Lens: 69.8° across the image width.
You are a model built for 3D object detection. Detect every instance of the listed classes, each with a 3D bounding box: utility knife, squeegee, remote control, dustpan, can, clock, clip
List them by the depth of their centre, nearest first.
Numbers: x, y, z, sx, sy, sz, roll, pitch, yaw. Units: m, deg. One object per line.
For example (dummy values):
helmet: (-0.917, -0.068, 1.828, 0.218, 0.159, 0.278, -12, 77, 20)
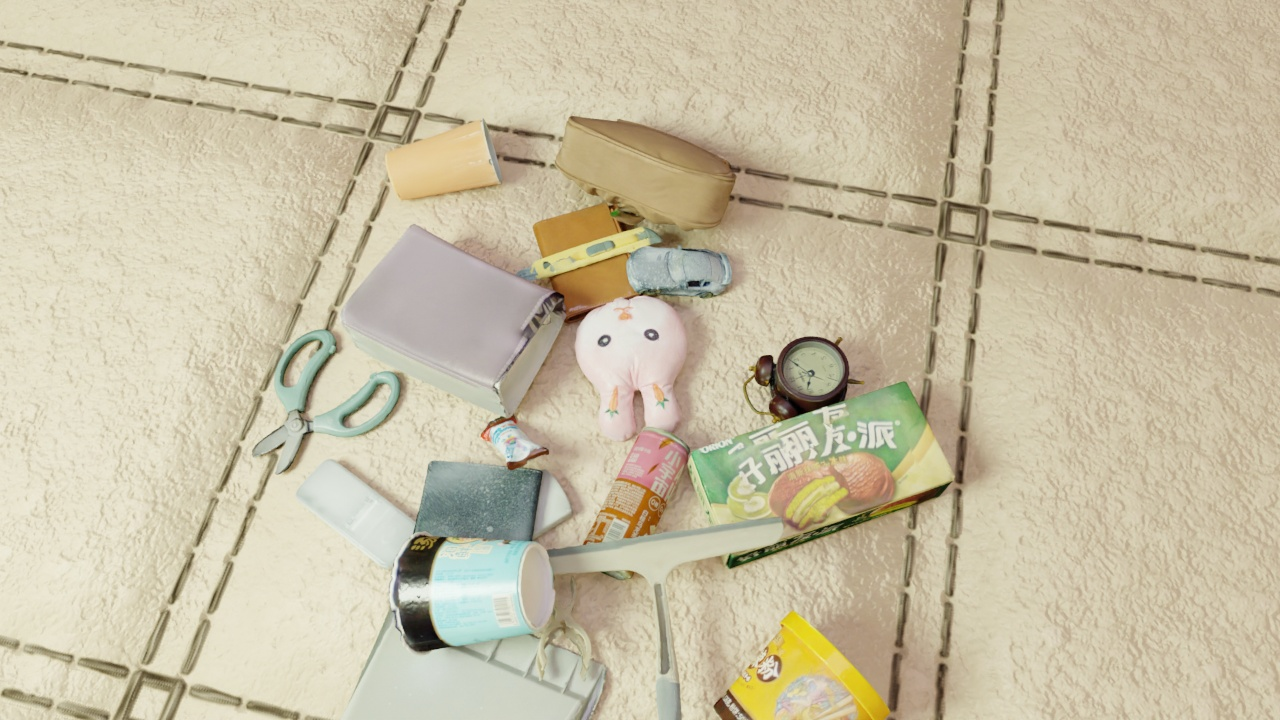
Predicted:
squeegee: (0.023, 0.278, 0.813, 0.247, 0.039, 0.246, -11, 64, 11)
dustpan: (-0.185, 0.380, 0.836, 0.223, 0.143, 0.256, 19, 38, 10)
clip: (-0.085, 0.255, 0.864, 0.089, 0.035, 0.104, -14, 55, -22)
can: (-0.004, 0.142, 0.914, 0.058, 0.058, 0.147, 23, 68, 12)
remote control: (-0.136, 0.166, 0.927, 0.135, 0.019, 0.056, -31, 68, -12)
remote control: (-0.287, 0.156, 0.936, 0.136, 0.020, 0.055, 32, 69, 15)
clock: (0.167, 0.023, 0.967, 0.122, 0.055, 0.082, -19, 66, -5)
utility knife: (-0.062, -0.116, 1.030, 0.175, 0.019, 0.031, -21, 60, 0)

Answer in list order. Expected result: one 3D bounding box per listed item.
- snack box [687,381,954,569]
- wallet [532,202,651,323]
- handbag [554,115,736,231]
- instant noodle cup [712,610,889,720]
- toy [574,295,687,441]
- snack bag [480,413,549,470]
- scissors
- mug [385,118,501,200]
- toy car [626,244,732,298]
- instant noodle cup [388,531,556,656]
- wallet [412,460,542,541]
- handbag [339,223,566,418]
snack box: (0.177, 0.115, 0.919, 0.240, 0.063, 0.114, -17, 65, -6)
wallet: (-0.056, -0.115, 1.050, 0.108, 0.031, 0.131, -18, 68, -5)
handbag: (0.008, -0.211, 1.046, 0.204, 0.100, 0.147, 26, 24, 14)
instant noodle cup: (0.136, 0.303, 0.810, 0.114, 0.118, 0.118, -41, 71, -7)
toy: (-0.006, 0.006, 0.984, 0.121, 0.054, 0.159, -9, 73, -2)
snack bag: (-0.131, 0.085, 0.940, 0.045, 0.026, 0.105, -22, 27, -21)
scissors: (-0.357, 0.036, 0.995, 0.174, 0.019, 0.176, -31, 69, -11)
mug: (-0.234, -0.234, 1.089, 0.123, 0.078, 0.078, -14, 65, 0)
toy car: (0.044, -0.100, 1.022, 0.120, 0.037, 0.054, 0, 70, -20)
instant noodle cup: (-0.145, 0.206, 0.829, 0.121, 0.111, 0.111, -8, 64, 16)
wallet: (-0.163, 0.151, 0.914, 0.121, 0.019, 0.097, 5, 66, 6)
handbag: (-0.196, -0.043, 0.983, 0.197, 0.098, 0.144, 24, 69, 13)
